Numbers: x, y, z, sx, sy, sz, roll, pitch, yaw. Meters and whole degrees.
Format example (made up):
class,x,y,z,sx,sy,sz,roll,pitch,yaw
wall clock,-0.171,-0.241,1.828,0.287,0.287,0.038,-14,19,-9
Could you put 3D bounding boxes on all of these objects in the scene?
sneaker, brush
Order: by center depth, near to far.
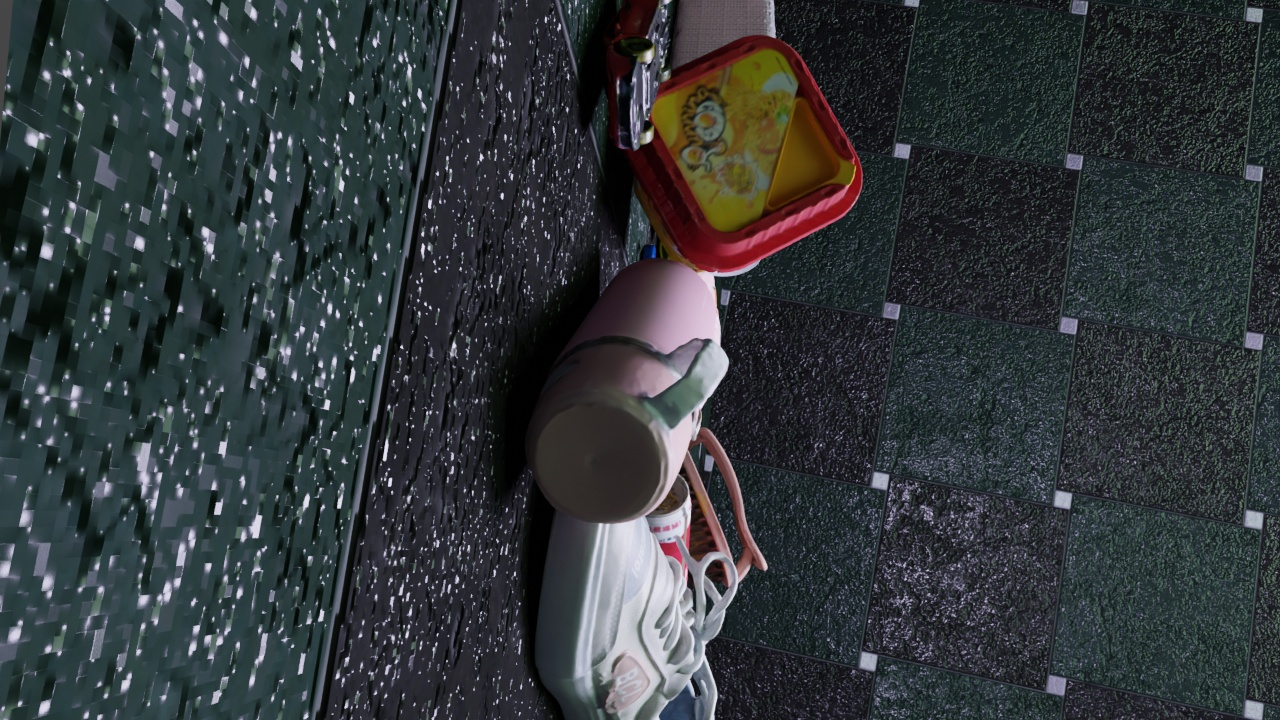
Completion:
class,x,y,z,sx,sy,sz,roll,pitch,yaw
sneaker,0.003,0.141,0.473,0.243,0.091,0.089,87,10,-48
brush,0.053,0.125,0.783,0.063,0.073,0.145,88,-18,-55

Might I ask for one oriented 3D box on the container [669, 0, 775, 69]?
class,x,y,z,sx,sy,sz,roll,pitch,yaw
container,0.069,-0.244,0.768,0.090,0.090,0.114,81,12,-66

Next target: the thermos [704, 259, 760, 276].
class,x,y,z,sx,sy,sz,roll,pitch,yaw
thermos,0.079,-0.191,0.895,0.073,0.073,0.223,84,6,-61

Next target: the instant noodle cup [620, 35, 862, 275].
class,x,y,z,sx,sy,sz,roll,pitch,yaw
instant noodle cup,0.050,-0.109,0.546,0.116,0.116,0.124,62,-10,4

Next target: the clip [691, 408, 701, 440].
class,x,y,z,sx,sy,sz,roll,pitch,yaw
clip,0.006,0.012,0.631,0.104,0.084,0.035,-114,-159,-49

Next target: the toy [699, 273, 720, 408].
class,x,y,z,sx,sy,sz,roll,pitch,yaw
toy,0.047,-0.015,0.891,0.121,0.054,0.160,-52,147,-57

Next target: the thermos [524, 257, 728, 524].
class,x,y,z,sx,sy,sz,roll,pitch,yaw
thermos,0.004,-0.001,0.415,0.067,0.087,0.198,49,17,-8

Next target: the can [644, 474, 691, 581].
class,x,y,z,sx,sy,sz,roll,pitch,yaw
can,0.011,0.147,0.715,0.053,0.053,0.133,-77,170,-50

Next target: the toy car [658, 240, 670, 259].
class,x,y,z,sx,sy,sz,roll,pitch,yaw
toy car,0.030,-0.091,0.798,0.048,0.032,0.105,-50,156,-79

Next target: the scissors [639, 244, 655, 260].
class,x,y,z,sx,sy,sz,roll,pitch,yaw
scissors,-0.003,-0.003,0.661,0.162,0.012,0.175,62,35,-81

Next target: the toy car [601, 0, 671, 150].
class,x,y,z,sx,sy,sz,roll,pitch,yaw
toy car,-0.003,-0.144,0.443,0.049,0.031,0.106,88,9,-45
